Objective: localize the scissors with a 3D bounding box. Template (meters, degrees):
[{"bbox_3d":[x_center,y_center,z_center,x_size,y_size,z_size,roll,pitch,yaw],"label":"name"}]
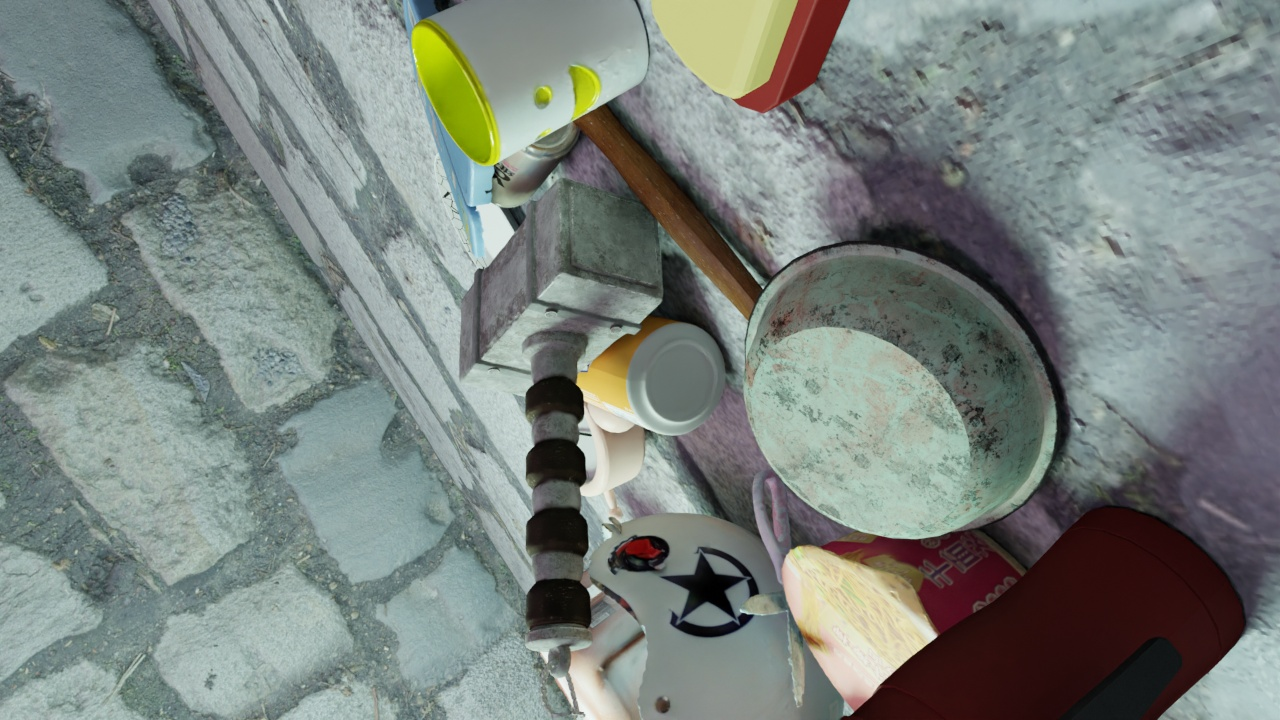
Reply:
[{"bbox_3d":[0.103,0.148,0.633,0.170,0.014,0.173,14,-126,-53],"label":"scissors"}]

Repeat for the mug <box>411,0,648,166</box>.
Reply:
[{"bbox_3d":[-0.061,-0.169,0.512,0.082,0.106,0.083,47,159,24],"label":"mug"}]

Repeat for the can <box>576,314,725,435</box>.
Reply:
[{"bbox_3d":[-0.004,0.004,0.687,0.143,0.079,0.079,17,137,61],"label":"can"}]

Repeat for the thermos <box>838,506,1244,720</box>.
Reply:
[{"bbox_3d":[0.149,0.142,0.358,0.084,0.198,0.108,53,161,11],"label":"thermos"}]

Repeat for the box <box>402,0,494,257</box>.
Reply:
[{"bbox_3d":[-0.155,-0.191,0.722,0.126,0.020,0.208,111,142,-57],"label":"box"}]

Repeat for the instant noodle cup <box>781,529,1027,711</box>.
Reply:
[{"bbox_3d":[0.169,0.161,0.524,0.178,0.077,0.179,49,159,26],"label":"instant noodle cup"}]

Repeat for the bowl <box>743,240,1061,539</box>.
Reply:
[{"bbox_3d":[0.108,0.025,0.429,0.157,0.038,0.158,23,130,30],"label":"bowl"}]

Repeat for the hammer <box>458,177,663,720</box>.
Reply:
[{"bbox_3d":[-0.055,0.060,0.587,0.177,0.079,0.325,-39,47,49],"label":"hammer"}]

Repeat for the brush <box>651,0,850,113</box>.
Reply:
[{"bbox_3d":[0.045,-0.169,0.356,0.082,0.041,0.174,51,160,15],"label":"brush"}]

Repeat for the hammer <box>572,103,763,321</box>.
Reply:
[{"bbox_3d":[0.055,-0.049,0.540,0.323,0.033,0.115,51,162,16],"label":"hammer"}]

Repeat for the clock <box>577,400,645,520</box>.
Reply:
[{"bbox_3d":[-0.044,0.058,0.894,0.131,0.086,0.161,42,146,37],"label":"clock"}]

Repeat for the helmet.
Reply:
[{"bbox_3d":[0.066,0.228,0.742,0.263,0.163,0.237,-117,10,-54],"label":"helmet"}]

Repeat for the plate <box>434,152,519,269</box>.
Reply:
[{"bbox_3d":[-0.147,-0.125,0.919,0.188,0.016,0.189,47,159,25],"label":"plate"}]

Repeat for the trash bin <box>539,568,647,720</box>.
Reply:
[{"bbox_3d":[0.023,0.363,1.037,0.260,0.181,0.157,63,158,-15],"label":"trash bin"}]

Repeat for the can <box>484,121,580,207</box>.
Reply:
[{"bbox_3d":[-0.086,-0.155,0.673,0.054,0.054,0.136,59,160,-6],"label":"can"}]
